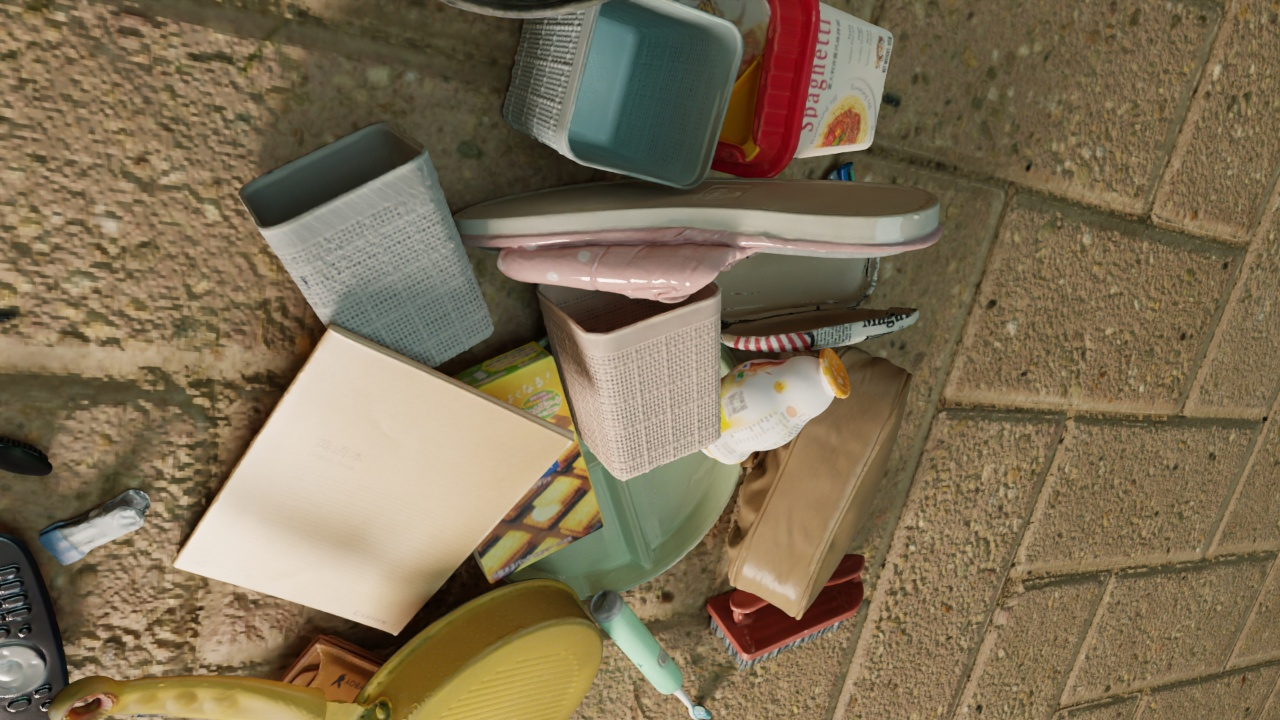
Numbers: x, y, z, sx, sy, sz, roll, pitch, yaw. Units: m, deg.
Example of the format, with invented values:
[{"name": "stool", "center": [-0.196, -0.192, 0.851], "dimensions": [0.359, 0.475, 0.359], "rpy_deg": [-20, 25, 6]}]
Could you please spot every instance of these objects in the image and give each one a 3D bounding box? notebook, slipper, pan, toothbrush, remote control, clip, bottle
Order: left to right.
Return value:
[{"name": "toothbrush", "center": [-0.384, 0.017, 0.441], "dimensions": [0.189, 0.018, 0.014], "rpy_deg": [30, 93, -32]}, {"name": "remote control", "center": [-0.353, 0.150, 0.507], "dimensions": [0.053, 0.024, 0.136], "rpy_deg": [-11, 117, -28]}, {"name": "clip", "center": [-0.304, 0.095, 0.514], "dimensions": [0.057, 0.028, 0.024], "rpy_deg": [-25, 120, -7]}, {"name": "notebook", "center": [-0.159, 0.082, 0.536], "dimensions": [0.149, 0.012, 0.212], "rpy_deg": [27, 121, -28]}, {"name": "pan", "center": [-0.168, 0.215, 0.577], "dimensions": [0.356, 0.078, 0.198], "rpy_deg": [15, 112, -54]}, {"name": "toothbrush", "center": [0.013, 0.248, 0.746], "dimensions": [0.224, 0.027, 0.026], "rpy_deg": [61, 35, -43]}, {"name": "slipper", "center": [0.025, -0.067, 0.513], "dimensions": [0.275, 0.114, 0.054], "rpy_deg": [2, 112, 16]}, {"name": "bottle", "center": [0.088, 0.028, 0.627], "dimensions": [0.109, 0.063, 0.063], "rpy_deg": [-26, 131, 28]}]

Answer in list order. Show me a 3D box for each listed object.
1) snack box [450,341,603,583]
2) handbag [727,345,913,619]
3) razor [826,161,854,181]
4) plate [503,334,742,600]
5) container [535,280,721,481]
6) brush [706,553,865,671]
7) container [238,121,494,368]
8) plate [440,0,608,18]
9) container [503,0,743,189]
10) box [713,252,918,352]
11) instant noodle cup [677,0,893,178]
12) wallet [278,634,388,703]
[{"name": "snack box", "center": [-0.082, 0.067, 0.591], "dimensions": [0.086, 0.034, 0.140], "rpy_deg": [-24, 118, -18]}, {"name": "handbag", "center": [0.133, 0.086, 0.707], "dimensions": [0.204, 0.100, 0.147], "rpy_deg": [-65, 164, 7]}, {"name": "razor", "center": [0.103, -0.099, 0.653], "dimensions": [0.142, 0.022, 0.043], "rpy_deg": [-30, 116, -31]}, {"name": "plate", "center": [-0.022, 0.068, 0.661], "dimensions": [0.229, 0.027, 0.230], "rpy_deg": [-12, 117, -26]}, {"name": "container", "center": [-0.003, 0.003, 0.573], "dimensions": [0.089, 0.090, 0.111], "rpy_deg": [-20, 123, -22]}, {"name": "brush", "center": [0.133, 0.207, 0.788], "dimensions": [0.145, 0.063, 0.069], "rpy_deg": [-12, 129, -27]}, {"name": "container", "center": [-0.144, -0.053, 0.502], "dimensions": [0.090, 0.090, 0.114], "rpy_deg": [-30, 125, -15]}, {"name": "plate", "center": [-0.051, -0.242, 0.454], "dimensions": [0.179, 0.179, 0.024], "rpy_deg": [-41, 168, -9]}, {"name": "container", "center": [-0.016, -0.156, 0.516], "dimensions": [0.089, 0.111, 0.090], "rpy_deg": [7, 106, -31]}, {"name": "box", "center": [0.126, -0.047, 0.662], "dimensions": [0.161, 0.085, 0.075], "rpy_deg": [-8, 118, -30]}, {"name": "instant noodle cup", "center": [0.086, -0.176, 0.573], "dimensions": [0.124, 0.117, 0.116], "rpy_deg": [-9, 115, -39]}, {"name": "wallet", "center": [-0.226, 0.250, 0.622], "dimensions": [0.130, 0.035, 0.119], "rpy_deg": [-50, 132, -3]}]
